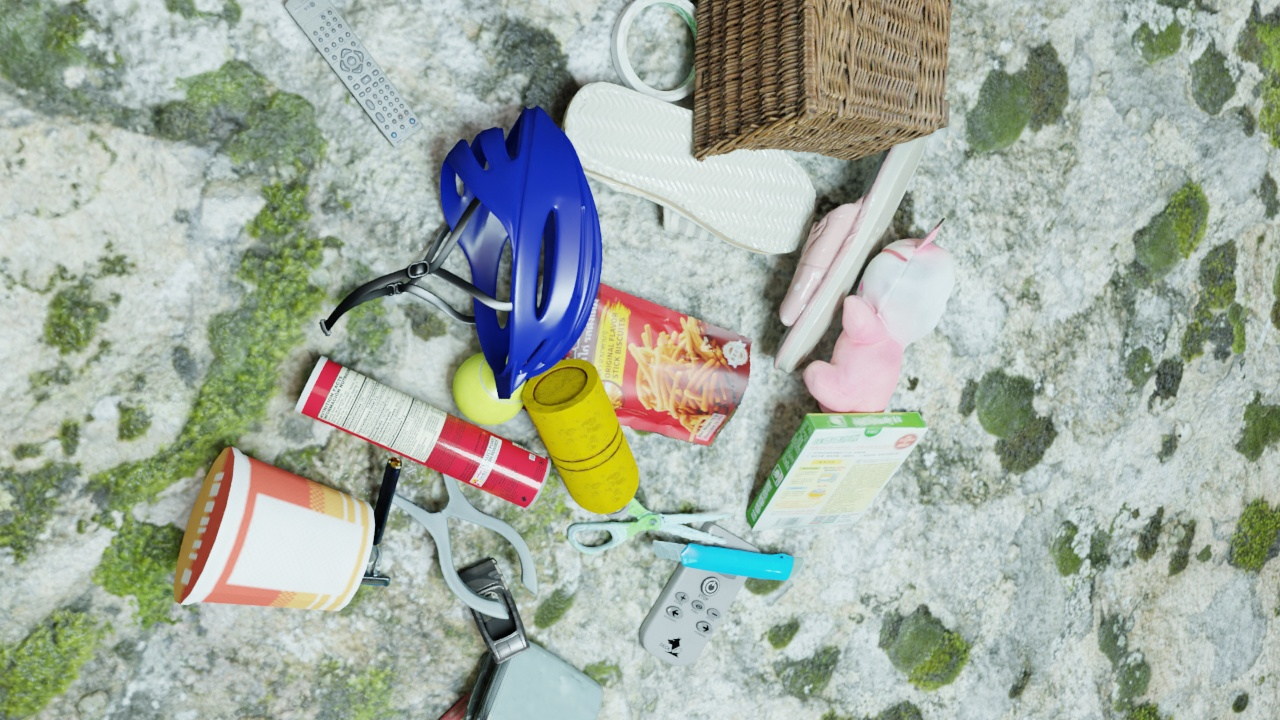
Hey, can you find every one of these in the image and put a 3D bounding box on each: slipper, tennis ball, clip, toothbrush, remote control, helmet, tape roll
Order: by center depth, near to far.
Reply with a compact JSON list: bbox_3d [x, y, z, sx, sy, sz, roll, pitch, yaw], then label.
[{"bbox_3d":[-0.142,-0.087,0.738,0.227,0.148,0.241,-4,90,-22],"label":"helmet"},{"bbox_3d":[-0.232,-0.238,0.745,0.033,0.013,0.136,-40,112,-10],"label":"remote control"},{"bbox_3d":[-0.133,0.025,0.813,0.065,0.065,0.065,-5,103,-21],"label":"tennis ball"},{"bbox_3d":[-0.172,0.171,0.826,0.114,0.028,0.163,-38,92,-12],"label":"clip"},{"bbox_3d":[0.019,-0.284,0.833,0.093,0.018,0.094,-4,103,-21],"label":"tape roll"},{"bbox_3d":[0.047,-0.174,0.848,0.272,0.054,0.114,19,90,-29],"label":"slipper"},{"bbox_3d":[-0.216,0.378,0.883,0.189,0.016,0.016,-41,113,-9],"label":"toothbrush"},{"bbox_3d":[0.195,-0.114,0.898,0.054,0.114,0.274,31,95,17],"label":"slipper"},{"bbox_3d":[0.061,0.249,0.964,0.074,0.019,0.151,33,88,-24],"label":"remote control"}]

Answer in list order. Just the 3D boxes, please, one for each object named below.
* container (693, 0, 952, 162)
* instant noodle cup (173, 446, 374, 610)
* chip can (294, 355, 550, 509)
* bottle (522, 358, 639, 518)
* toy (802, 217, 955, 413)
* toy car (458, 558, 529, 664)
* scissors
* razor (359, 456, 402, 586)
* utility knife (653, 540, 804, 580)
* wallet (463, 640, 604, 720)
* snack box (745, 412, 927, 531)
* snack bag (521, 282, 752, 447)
[{"bbox_3d":[0.165,-0.297,0.794,0.183,0.162,0.250,4,87,-29],"label":"container"},{"bbox_3d":[-0.295,0.147,0.752,0.121,0.123,0.123,22,92,-32],"label":"instant noodle cup"},{"bbox_3d":[-0.184,0.065,0.792,0.214,0.052,0.052,26,91,-16],"label":"chip can"},{"bbox_3d":[-0.045,0.081,0.837,0.071,0.071,0.164,-31,129,-13],"label":"bottle"},{"bbox_3d":[0.246,-0.036,0.924,0.213,0.084,0.142,-60,154,-5],"label":"toy"},{"bbox_3d":[-0.137,0.233,0.858,0.040,0.037,0.092,-22,76,-15],"label":"toy car"},{"bbox_3d":[0.015,0.153,0.920,0.175,0.032,0.093,1,96,-20],"label":"scissors"},{"bbox_3d":[-0.229,0.142,0.808,0.042,0.022,0.144,9,119,-22],"label":"razor"},{"bbox_3d":[0.092,0.205,0.948,0.185,0.015,0.031,15,89,-28],"label":"utility knife"},{"bbox_3d":[-0.101,0.337,0.888,0.131,0.054,0.100,39,55,-25],"label":"wallet"},{"bbox_3d":[0.196,0.115,0.937,0.131,0.027,0.168,1,137,-21],"label":"snack box"},{"bbox_3d":[-0.005,0.005,0.878,0.208,0.066,0.139,17,100,-15],"label":"snack bag"}]
